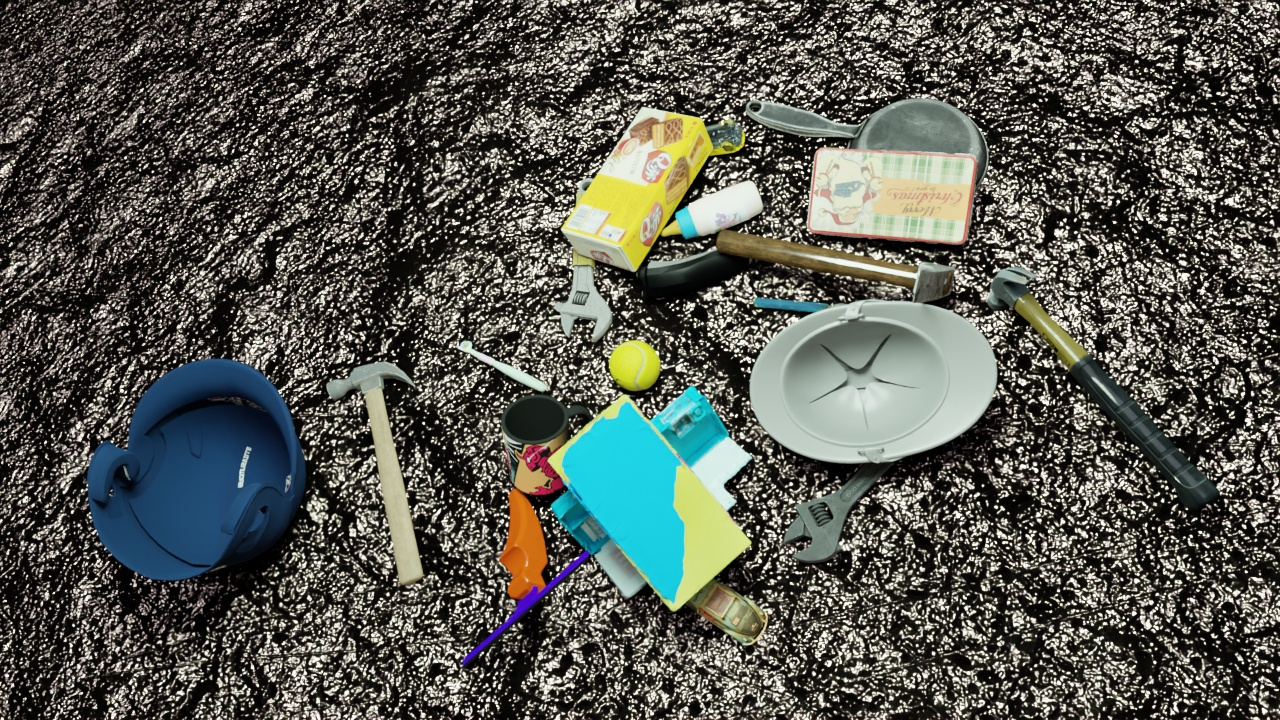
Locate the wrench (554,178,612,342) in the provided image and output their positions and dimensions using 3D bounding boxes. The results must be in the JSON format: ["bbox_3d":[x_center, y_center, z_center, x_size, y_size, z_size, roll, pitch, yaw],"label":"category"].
[{"bbox_3d":[-0.077,-0.149,1.317,0.084,0.018,0.272,-4,64,13],"label":"wrench"}]

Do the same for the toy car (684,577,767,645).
[{"bbox_3d":[0.090,0.276,1.045,0.112,0.047,0.047,27,72,29],"label":"toy car"}]

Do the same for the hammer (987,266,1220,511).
[{"bbox_3d":[0.511,0.023,1.029,0.025,0.118,0.333,-34,66,0],"label":"hammer"}]

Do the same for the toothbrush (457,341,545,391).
[{"bbox_3d":[-0.192,0.008,1.273,0.155,0.015,0.022,26,42,25],"label":"toothbrush"}]

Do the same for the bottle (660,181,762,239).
[{"bbox_3d":[0.096,-0.202,1.277,0.146,0.051,0.051,-21,61,4],"label":"bottle"}]

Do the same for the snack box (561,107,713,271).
[{"bbox_3d":[-0.001,-0.243,1.287,0.110,0.062,0.230,21,71,32],"label":"snack box"}]

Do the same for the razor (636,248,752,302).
[{"bbox_3d":[0.076,-0.123,1.246,0.156,0.057,0.060,-11,30,11],"label":"razor"}]

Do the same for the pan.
[{"bbox_3d":[0.305,-0.314,1.283,0.357,0.055,0.187,25,75,20],"label":"pan"}]

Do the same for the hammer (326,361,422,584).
[{"bbox_3d":[-0.343,0.143,1.241,0.119,0.031,0.330,-23,60,4],"label":"hammer"}]

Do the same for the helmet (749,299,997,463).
[{"bbox_3d":[0.270,0.022,1.086,0.271,0.117,0.183,-8,91,14],"label":"helmet"}]

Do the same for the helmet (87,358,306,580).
[{"bbox_3d":[-0.543,0.133,1.183,0.232,0.223,0.272,13,98,6],"label":"helmet"}]

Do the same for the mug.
[{"bbox_3d":[-0.112,0.099,1.152,0.117,0.098,0.082,-23,48,-22],"label":"mug"}]

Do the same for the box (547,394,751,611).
[{"bbox_3d":[0.007,0.156,1.030,0.124,0.081,0.221,-42,84,-7],"label":"box"}]

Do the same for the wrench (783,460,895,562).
[{"bbox_3d":[0.272,0.133,1.084,0.273,0.018,0.073,-43,60,-10],"label":"wrench"}]

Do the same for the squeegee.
[{"bbox_3d":[-0.141,0.234,1.115,0.250,0.055,0.184,-45,39,27],"label":"squeegee"}]

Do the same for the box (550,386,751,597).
[{"bbox_3d":[0.024,0.155,1.083,0.226,0.098,0.121,-40,44,-6],"label":"box"}]

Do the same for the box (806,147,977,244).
[{"bbox_3d":[0.324,-0.215,1.192,0.206,0.049,0.118,9,105,17],"label":"box"}]

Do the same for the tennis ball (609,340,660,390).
[{"bbox_3d":[-0.007,0.007,1.194,0.065,0.065,0.065,-6,63,12],"label":"tennis ball"}]

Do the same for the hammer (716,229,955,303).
[{"bbox_3d":[0.221,-0.121,1.122,0.301,0.217,0.037,14,102,24],"label":"hammer"}]

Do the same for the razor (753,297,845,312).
[{"bbox_3d":[0.218,-0.069,1.195,0.144,0.022,0.042,9,66,20],"label":"razor"}]

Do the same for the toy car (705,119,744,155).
[{"bbox_3d":[0.100,-0.322,1.346,0.107,0.030,0.049,-3,65,21],"label":"toy car"}]
